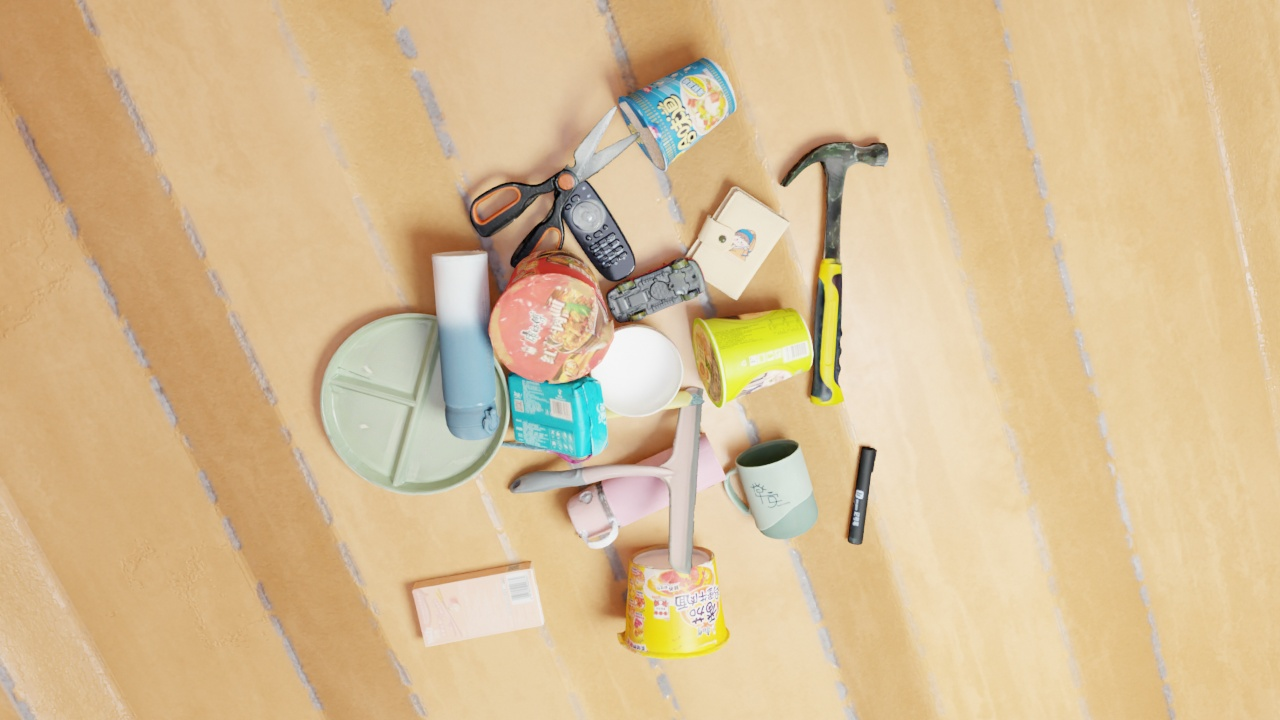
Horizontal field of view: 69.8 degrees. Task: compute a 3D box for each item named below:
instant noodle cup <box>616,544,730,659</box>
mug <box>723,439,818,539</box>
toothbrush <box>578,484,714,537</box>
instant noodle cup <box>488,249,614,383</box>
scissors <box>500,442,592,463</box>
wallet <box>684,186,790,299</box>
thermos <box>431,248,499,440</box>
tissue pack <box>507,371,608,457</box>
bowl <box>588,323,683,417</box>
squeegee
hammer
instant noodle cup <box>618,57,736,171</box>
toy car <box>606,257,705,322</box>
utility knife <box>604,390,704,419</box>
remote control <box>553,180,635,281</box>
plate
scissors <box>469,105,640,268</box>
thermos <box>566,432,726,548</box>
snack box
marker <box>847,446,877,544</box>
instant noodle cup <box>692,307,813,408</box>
[{"bbox_3d":[0.042,0.299,1.158,0.138,0.138,0.110,-4,95,-3],"label":"instant noodle cup"},{"bbox_3d":[0.162,0.166,1.164,0.112,0.082,0.106,-10,106,29],"label":"mug"},{"bbox_3d":[0.007,0.190,1.187,0.189,0.014,0.018,-21,94,1],"label":"toothbrush"},{"bbox_3d":[-0.103,-0.058,1.061,0.138,0.108,0.138,-2,120,-3],"label":"instant noodle cup"},{"bbox_3d":[-0.118,0.109,1.139,0.133,0.056,0.017,2,120,16],"label":"scissors"},{"bbox_3d":[0.112,-0.142,1.105,0.087,0.024,0.115,33,112,-1],"label":"wallet"},{"bbox_3d":[-0.202,-0.017,1.070,0.070,0.070,0.220,-3,102,-4],"label":"thermos"},{"bbox_3d":[-0.103,0.060,1.103,0.134,0.050,0.093,9,112,37],"label":"tissue pack"},{"bbox_3d":[-0.007,0.007,1.119,0.113,0.062,0.113,-1,104,-3],"label":"bowl"},{"bbox_3d":[-0.053,0.143,1.121,0.250,0.247,0.040,-7,145,19],"label":"squeegee"},{"bbox_3d":[0.231,-0.102,1.128,0.126,0.032,0.323,-1,103,-4],"label":"hammer"},{"bbox_3d":[0.047,-0.286,1.045,0.110,0.099,0.099,-33,103,-5],"label":"instant noodle cup"},{"bbox_3d":[0.018,-0.086,1.108,0.120,0.045,0.053,-19,106,6],"label":"toy car"},{"bbox_3d":[-0.003,0.057,1.141,0.166,0.030,0.018,-12,139,9],"label":"utility knife"},{"bbox_3d":[-0.054,-0.157,1.097,0.053,0.024,0.136,-31,101,7],"label":"remote control"},{"bbox_3d":[-0.275,0.054,1.128,0.230,0.027,0.230,-1,103,-4],"label":"plate"},{"bbox_3d":[-0.090,-0.189,1.069,0.229,0.021,0.190,-12,113,9],"label":"scissors"},{"bbox_3d":[0.008,0.166,1.145,0.198,0.087,0.067,-25,130,0],"label":"thermos"},{"bbox_3d":[-0.210,0.317,1.193,0.157,0.026,0.084,-9,104,-2],"label":"snack box"},{"bbox_3d":[0.290,0.177,1.202,0.022,0.020,0.132,-2,104,-34],"label":"marker"},{"bbox_3d":[0.138,-0.011,1.109,0.123,0.111,0.112,-14,103,-10],"label":"instant noodle cup"}]
